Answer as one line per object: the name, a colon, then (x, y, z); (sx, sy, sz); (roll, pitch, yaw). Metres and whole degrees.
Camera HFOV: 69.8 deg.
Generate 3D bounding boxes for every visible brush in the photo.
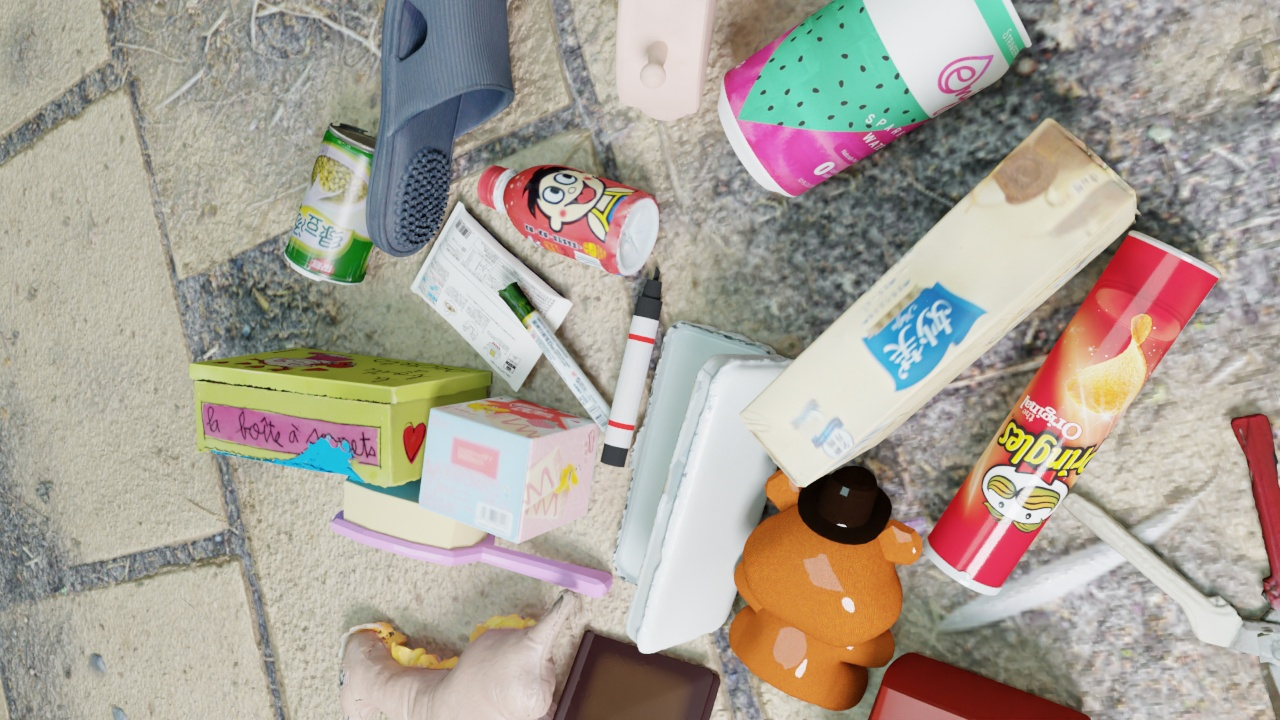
brush: (-0.129, 0.133, 0.718); (0.229, 0.089, 0.043); (12, 95, 15)

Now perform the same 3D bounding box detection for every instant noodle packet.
instant noodle packet: (-0.121, -0.051, 0.724); (0.134, 0.026, 0.087); (42, 112, 19)

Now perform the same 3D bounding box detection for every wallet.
wallet: (-0.008, 0.257, 0.671); (0.116, 0.018, 0.091); (7, 65, 30)

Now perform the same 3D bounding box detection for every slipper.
slipper: (-0.138, -0.196, 0.688); (0.082, 0.101, 0.264); (22, 110, 17)
slipper: (-0.047, 0.371, 0.697); (0.094, 0.064, 0.239); (-35, 61, 28)

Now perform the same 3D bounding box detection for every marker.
marker: (-0.004, 0.004, 0.661); (0.019, 0.019, 0.145); (14, 92, 27)
marker: (-0.057, 0.003, 0.683); (0.017, 0.017, 0.146); (-37, 89, 26)

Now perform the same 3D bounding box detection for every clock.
clock: (0.030, -0.219, 0.563); (0.086, 0.160, 0.131); (7, 98, -3)

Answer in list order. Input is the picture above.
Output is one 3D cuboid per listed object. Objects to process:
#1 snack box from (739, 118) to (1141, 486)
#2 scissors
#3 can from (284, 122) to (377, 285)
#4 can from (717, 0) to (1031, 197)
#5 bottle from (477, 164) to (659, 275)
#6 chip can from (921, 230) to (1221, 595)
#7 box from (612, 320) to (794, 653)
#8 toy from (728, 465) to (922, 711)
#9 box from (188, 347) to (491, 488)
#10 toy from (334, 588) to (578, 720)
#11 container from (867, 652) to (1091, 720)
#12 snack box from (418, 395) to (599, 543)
snack box: (0.166, -0.026, 0.498); (0.208, 0.153, 0.055); (-47, 72, 23)
scissors: (0.323, 0.121, 0.504); (0.179, 0.015, 0.196); (12, 100, 26)
can: (-0.245, -0.128, 0.762); (0.067, 0.067, 0.121); (33, 108, 22)
can: (0.132, -0.171, 0.541); (0.166, 0.088, 0.088); (-28, 81, 27)
bottle: (-0.057, -0.110, 0.666); (0.138, 0.061, 0.062); (22, 104, 24)
chip can: (0.239, 0.033, 0.521); (0.052, 0.051, 0.215); (34, 109, 22)
box: (0.028, 0.086, 0.611); (0.130, 0.105, 0.211); (17, 102, 30)
toy: (0.112, 0.144, 0.578); (0.112, 0.096, 0.176); (27, 134, 24)
box: (-0.242, 0.040, 0.746); (0.221, 0.124, 0.083); (3, 98, 30)
toy: (-0.159, 0.244, 0.742); (0.265, 0.065, 0.196); (12, 83, 44)
container: (0.182, 0.294, 0.540); (0.148, 0.127, 0.201); (14, 94, 27)
snack box: (-0.096, 0.076, 0.683); (0.093, 0.094, 0.079); (14, 100, 27)
